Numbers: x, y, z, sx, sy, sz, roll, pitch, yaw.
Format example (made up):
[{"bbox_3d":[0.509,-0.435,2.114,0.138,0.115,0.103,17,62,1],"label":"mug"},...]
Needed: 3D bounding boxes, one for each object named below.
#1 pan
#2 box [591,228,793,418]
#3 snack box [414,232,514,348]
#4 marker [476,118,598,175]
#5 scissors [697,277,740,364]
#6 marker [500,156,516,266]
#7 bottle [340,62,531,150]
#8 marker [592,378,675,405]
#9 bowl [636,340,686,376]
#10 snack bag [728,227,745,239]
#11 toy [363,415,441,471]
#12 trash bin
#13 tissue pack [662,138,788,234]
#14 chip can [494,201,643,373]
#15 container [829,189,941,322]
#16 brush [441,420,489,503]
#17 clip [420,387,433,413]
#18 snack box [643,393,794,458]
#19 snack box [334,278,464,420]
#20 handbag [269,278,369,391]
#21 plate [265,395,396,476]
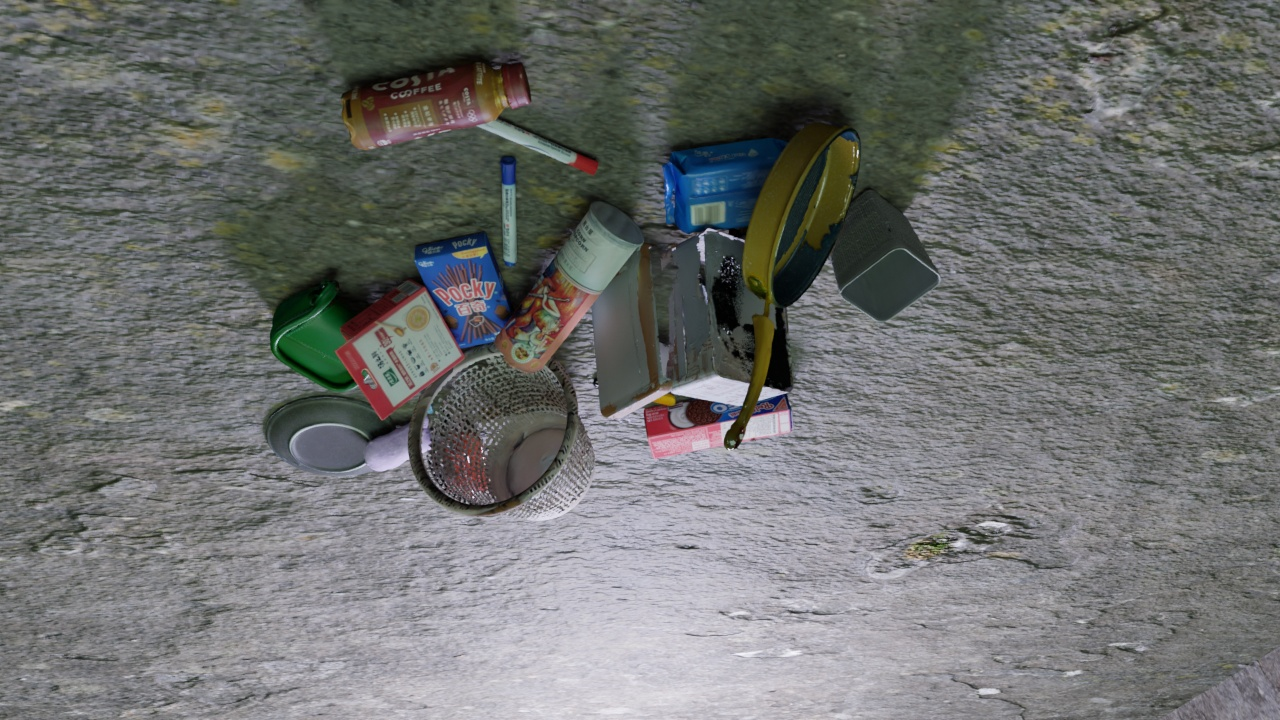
[{"bbox_3d":[0.147,-0.078,0.948,0.078,0.357,0.198,26,171,24],"label":"pan"},{"bbox_3d":[0.050,-0.029,1.062,0.156,0.183,0.193,12,158,-37],"label":"box"},{"bbox_3d":[-0.203,-0.079,1.092,0.084,0.026,0.157,-11,139,2],"label":"snack box"},{"bbox_3d":[-0.110,-0.226,0.949,0.145,0.017,0.017,18,132,-27],"label":"marker"},{"bbox_3d":[0.107,-0.056,1.182,0.159,0.014,0.171,23,130,-31],"label":"scissors"},{"bbox_3d":[-0.145,-0.162,1.016,0.017,0.016,0.146,-2,138,-8],"label":"marker"},{"bbox_3d":[-0.193,-0.247,0.879,0.175,0.057,0.057,-12,139,3],"label":"bottle"},{"bbox_3d":[-0.008,0.042,1.275,0.123,0.015,0.018,14,133,-20],"label":"marker"},{"bbox_3d":[-0.007,0.007,1.185,0.118,0.118,0.065,-32,95,25],"label":"bowl"},{"bbox_3d":[0.150,-0.133,1.093,0.104,0.026,0.048,5,129,-15],"label":"snack bag"},{"bbox_3d":[-0.333,0.116,1.271,0.108,0.039,0.084,-26,137,-11],"label":"toy"},{"bbox_3d":[-0.157,0.115,1.199,0.228,0.227,0.192,-18,152,10],"label":"trash bin"},{"bbox_3d":[0.102,-0.191,0.998,0.157,0.052,0.095,-7,141,-1],"label":"tissue pack"},{"bbox_3d":[-0.086,-0.080,1.058,0.071,0.071,0.215,22,124,-30],"label":"chip can"},{"bbox_3d":[0.272,-0.124,1.056,0.090,0.114,0.090,27,128,-34],"label":"container"},{"bbox_3d":[-0.251,0.148,1.310,0.063,0.069,0.146,-4,139,-7],"label":"brush"},{"bbox_3d":[-0.288,0.053,1.234,0.015,0.049,0.057,-4,145,-7],"label":"clip"},{"bbox_3d":[0.111,0.086,1.313,0.207,0.057,0.058,-11,137,3],"label":"snack box"},{"bbox_3d":[-0.287,-0.013,1.076,0.127,0.044,0.113,-39,130,-22],"label":"snack box"},{"bbox_3d":[-0.364,-0.032,1.095,0.120,0.068,0.131,-34,132,15],"label":"handbag"},{"bbox_3d":[-0.428,0.115,1.276,0.179,0.024,0.180,-5,139,-5],"label":"plate"}]
